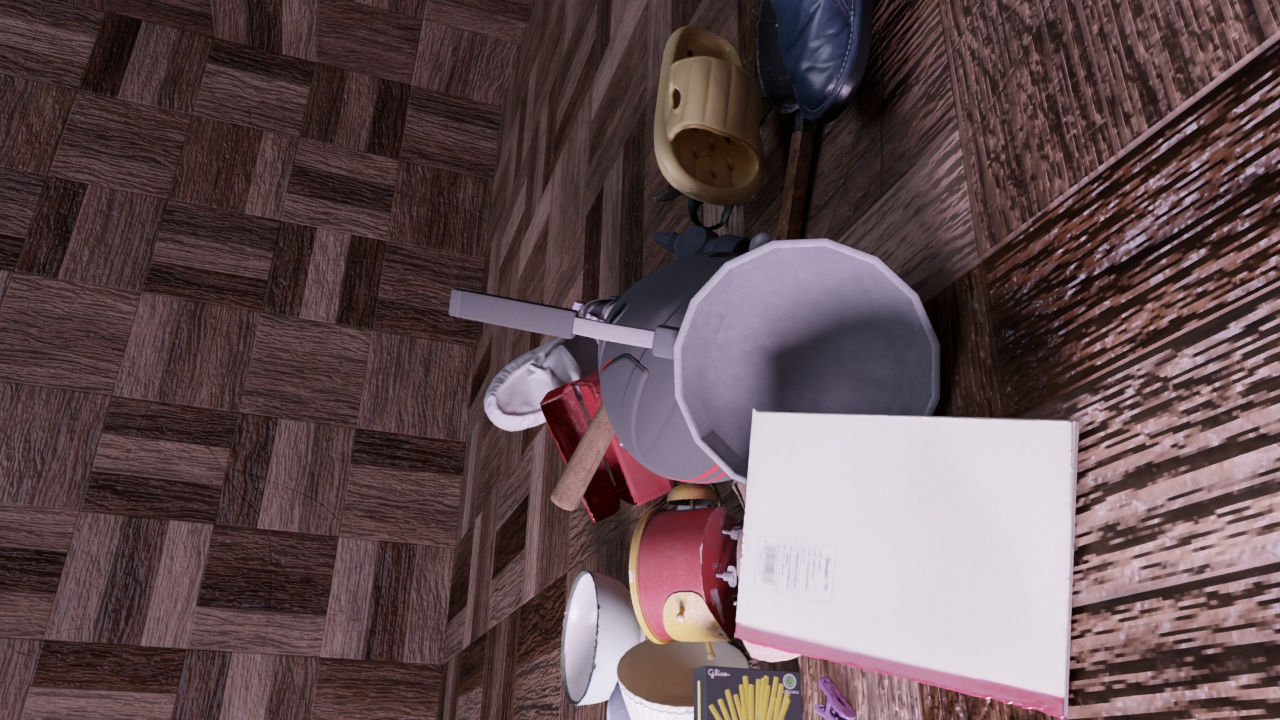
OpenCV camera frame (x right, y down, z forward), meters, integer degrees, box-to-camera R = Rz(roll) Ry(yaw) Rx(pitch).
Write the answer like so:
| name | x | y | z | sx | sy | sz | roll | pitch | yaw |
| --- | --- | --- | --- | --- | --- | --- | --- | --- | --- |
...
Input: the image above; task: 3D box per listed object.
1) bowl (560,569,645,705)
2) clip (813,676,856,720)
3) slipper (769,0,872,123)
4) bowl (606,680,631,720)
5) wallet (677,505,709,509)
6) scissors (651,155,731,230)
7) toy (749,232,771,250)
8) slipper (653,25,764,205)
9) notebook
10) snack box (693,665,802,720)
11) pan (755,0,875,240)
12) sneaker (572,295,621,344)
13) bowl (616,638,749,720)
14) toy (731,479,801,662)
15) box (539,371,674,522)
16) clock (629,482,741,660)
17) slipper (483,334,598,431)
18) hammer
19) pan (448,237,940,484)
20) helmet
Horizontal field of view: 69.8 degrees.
| name | x | y | z | sx | sy | sz | roll | pitch | yaw |
| --- | --- | --- | --- | --- | --- | --- | --- | --- | --- |
| bowl | -0.041 | 0.328 | 1.085 | 0.153 | 0.072 | 0.153 | -172 | 91 | -72 |
| clip | 0.138 | 0.242 | 0.656 | 0.052 | 0.014 | 0.042 | 129 | 149 | -64 |
| slipper | 0.123 | -0.321 | 0.739 | 0.109 | 0.083 | 0.265 | 158 | 113 | -69 |
| bowl | -0.001 | 0.339 | 0.879 | 0.114 | 0.045 | 0.114 | -9 | -90 | -66 |
| wallet | 0.048 | 0.201 | 0.927 | 0.115 | 0.037 | 0.118 | -161 | 84 | -73 |
| scissors | 0.058 | -0.168 | 0.937 | 0.209 | 0.015 | 0.142 | -37 | -32 | -46 |
| toy | 0.105 | -0.074 | 0.874 | 0.112 | 0.030 | 0.049 | 97 | 175 | -64 |
| slipper | 0.076 | -0.255 | 0.879 | 0.079 | 0.111 | 0.260 | 127 | 153 | -44 |
| notebook | 0.144 | 0.106 | 0.537 | 0.209 | 0.012 | 0.153 | -1 | 81 | 45 |
| snack box | 0.082 | 0.308 | 0.685 | 0.025 | 0.080 | 0.147 | 130 | 146 | -59 |
| pan | 0.153 | -0.248 | 0.831 | 0.208 | 0.040 | 0.357 | -159 | 72 | -73 |
| sneaker | 0.007 | -0.026 | 1.025 | 0.263 | 0.128 | 0.097 | -134 | 53 | -65 |
| bowl | 0.038 | 0.295 | 0.800 | 0.115 | 0.115 | 0.062 | -140 | 46 | -71 |
| toy | 0.134 | 0.131 | 0.643 | 0.265 | 0.065 | 0.195 | 127 | 143 | -54 |
| box | -0.037 | 0.092 | 1.079 | 0.134 | 0.112 | 0.157 | -146 | 31 | -82 |
| clock | 0.056 | 0.171 | 0.801 | 0.117 | 0.081 | 0.158 | 58 | -146 | -40 |
| slipper | -0.090 | 0.009 | 1.179 | 0.112 | 0.246 | 0.075 | 48 | 156 | 23 |
| hammer | -0.005 | 0.005 | 0.936 | 0.129 | 0.040 | 0.321 | 20 | 79 | 46 |
| pan | 0.028 | -0.012 | 0.653 | 0.041 | 0.357 | 0.179 | -25 | -55 | -72 |
| helmet | 0.060 | 0.012 | 0.764 | 0.265 | 0.164 | 0.169 | -56 | 33 | 38 |
